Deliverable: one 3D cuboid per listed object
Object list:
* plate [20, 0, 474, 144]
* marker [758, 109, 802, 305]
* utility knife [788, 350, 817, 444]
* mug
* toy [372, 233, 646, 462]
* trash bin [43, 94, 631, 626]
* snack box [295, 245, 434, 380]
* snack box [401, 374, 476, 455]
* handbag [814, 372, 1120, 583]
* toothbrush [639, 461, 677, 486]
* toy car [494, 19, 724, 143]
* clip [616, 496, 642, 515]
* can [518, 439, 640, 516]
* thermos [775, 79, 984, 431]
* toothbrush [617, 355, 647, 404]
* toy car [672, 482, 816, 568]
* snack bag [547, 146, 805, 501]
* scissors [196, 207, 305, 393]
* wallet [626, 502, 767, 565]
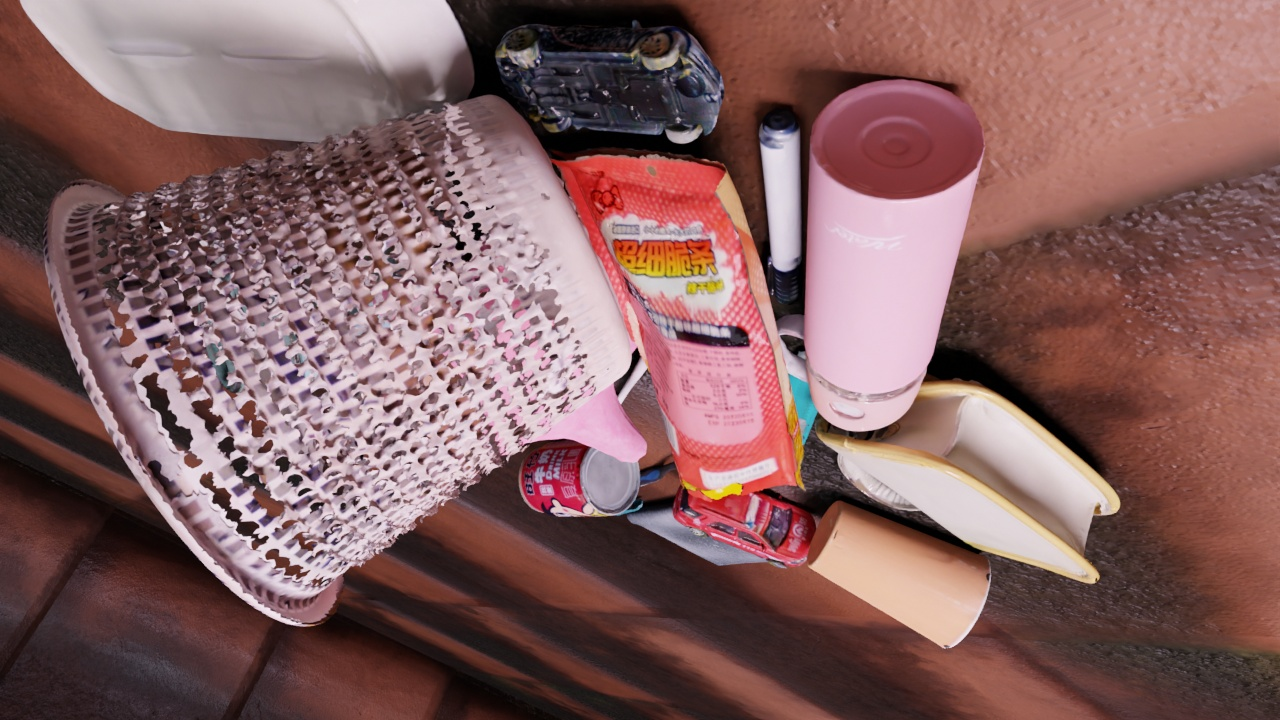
[{"bbox_3d":[-0.210,-0.164,0.460,0.266,0.034,0.162,10,151,22],"label":"plate"},{"bbox_3d":[0.068,-0.069,0.447,0.023,0.018,0.131,-5,148,9],"label":"marker"},{"bbox_3d":[0.106,0.045,0.633,0.029,0.013,0.209,17,153,9],"label":"utility knife"},{"bbox_3d":[0.198,0.162,0.719,0.123,0.078,0.078,25,153,3],"label":"mug"},{"bbox_3d":[-0.058,-0.003,0.586,0.179,0.074,0.194,-19,121,26],"label":"toy"},{"bbox_3d":[-0.119,-0.020,0.439,0.227,0.192,0.228,62,174,11],"label":"trash bin"},{"bbox_3d":[-0.216,-0.027,0.668,0.175,0.074,0.051,-8,141,44],"label":"snack box"},{"bbox_3d":[-0.205,0.034,0.823,0.157,0.026,0.085,32,151,-19],"label":"snack box"},{"bbox_3d":[0.186,0.067,0.582,0.163,0.063,0.179,35,165,-23],"label":"handbag"},{"bbox_3d":[0.008,0.104,0.812,0.016,0.014,0.190,7,161,-26],"label":"toothbrush"},{"bbox_3d":[-0.012,-0.122,0.395,0.106,0.031,0.049,12,155,24],"label":"toy car"},{"bbox_3d":[-0.017,0.139,0.892,0.048,0.014,0.057,36,149,-22],"label":"clip"},{"bbox_3d":[-0.055,0.101,0.794,0.094,0.066,0.066,-10,139,46],"label":"can"},{"bbox_3d":[0.101,-0.037,0.434,0.087,0.067,0.199,21,155,19],"label":"thermos"},{"bbox_3d":[-0.004,0.004,0.637,0.016,0.016,0.180,30,153,-3],"label":"toothbrush"},{"bbox_3d":[0.087,0.130,0.757,0.120,0.052,0.045,21,156,0],"label":"toy car"},{"bbox_3d":[0.027,-0.017,0.487,0.129,0.073,0.208,24,145,44],"label":"snack bag"},{"bbox_3d":[-0.298,-0.043,0.662,0.170,0.019,0.177,-19,95,46],"label":"scissors"},{"bbox_3d":[0.059,0.169,0.889,0.121,0.019,0.097,32,153,-22],"label":"wallet"}]
